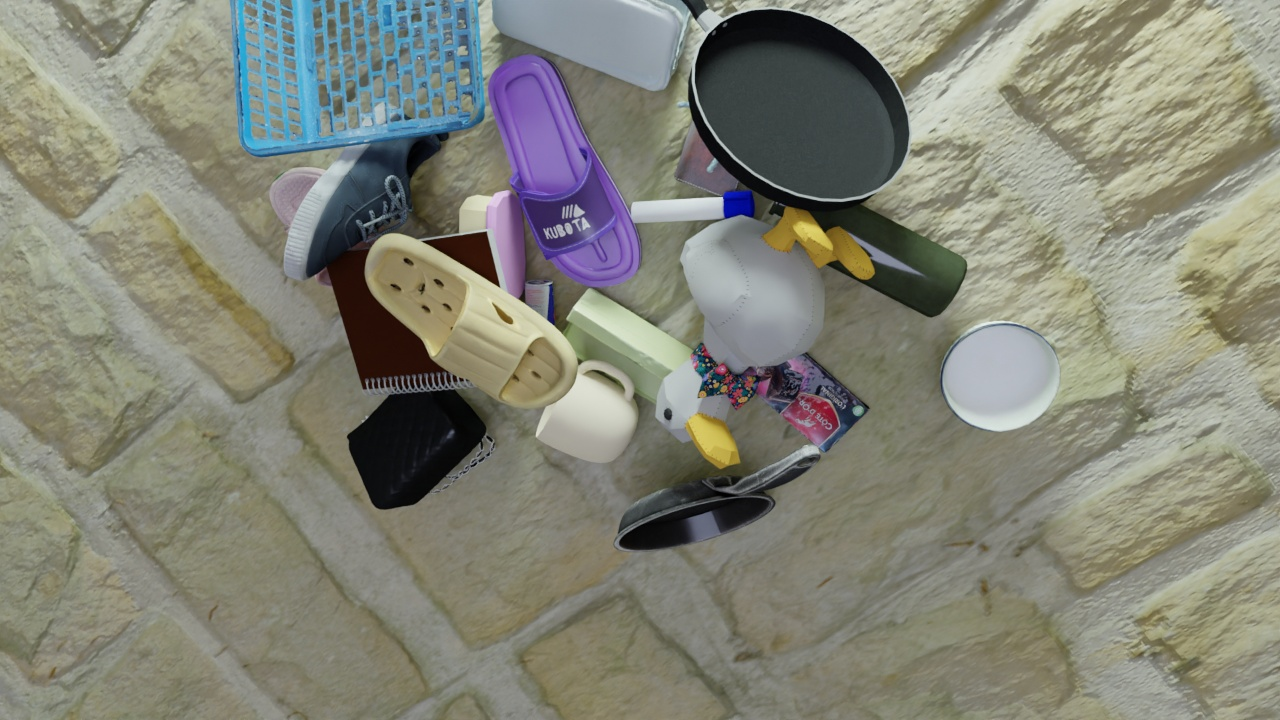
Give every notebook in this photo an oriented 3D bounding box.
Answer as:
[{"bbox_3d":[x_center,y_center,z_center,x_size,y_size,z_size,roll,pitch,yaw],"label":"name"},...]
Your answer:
[{"bbox_3d":[-0.238,-0.047,1.015,0.209,0.022,0.172,-5,108,21],"label":"notebook"}]

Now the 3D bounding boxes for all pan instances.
[{"bbox_3d":[0.088,0.143,0.966,0.187,0.358,0.055,-4,64,-24],"label":"pan"},{"bbox_3d":[0.105,-0.287,0.885,0.356,0.224,0.034,44,151,5],"label":"pan"}]

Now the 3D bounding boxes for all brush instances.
[{"bbox_3d":[-0.162,-0.075,1.036,0.043,0.089,0.229,3,106,14],"label":"brush"}]

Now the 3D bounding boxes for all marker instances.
[{"bbox_3d":[0.056,-0.165,0.993,0.133,0.023,0.027,0,129,19],"label":"marker"}]

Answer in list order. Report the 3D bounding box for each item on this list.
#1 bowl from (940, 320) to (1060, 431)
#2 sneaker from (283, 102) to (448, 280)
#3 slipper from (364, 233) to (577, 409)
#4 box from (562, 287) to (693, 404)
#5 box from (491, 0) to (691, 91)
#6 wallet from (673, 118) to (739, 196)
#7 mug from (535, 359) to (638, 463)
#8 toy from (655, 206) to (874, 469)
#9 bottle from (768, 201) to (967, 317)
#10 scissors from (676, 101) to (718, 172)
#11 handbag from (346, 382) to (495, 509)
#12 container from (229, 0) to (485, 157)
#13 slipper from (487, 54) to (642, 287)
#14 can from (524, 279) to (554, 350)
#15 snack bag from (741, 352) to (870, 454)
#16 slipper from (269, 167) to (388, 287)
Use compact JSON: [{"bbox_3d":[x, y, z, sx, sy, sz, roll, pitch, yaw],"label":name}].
[{"bbox_3d":[0.377,0.011,0.977,0.118,0.062,0.118,3,106,10],"label":"bowl"},{"bbox_3d":[-0.294,-0.175,0.995,0.087,0.089,0.235,28,73,1],"label":"sneaker"},{"bbox_3d":[-0.190,-0.032,0.951,0.261,0.079,0.112,36,119,5],"label":"slipper"},{"bbox_3d":[-0.002,0.001,1.035,0.188,0.083,0.091,29,104,1],"label":"box"},{"bbox_3d":[-0.057,-0.349,0.943,0.215,0.083,0.123,17,105,5],"label":"box"},{"bbox_3d":[0.086,-0.242,0.978,0.072,0.019,0.123,20,108,4],"label":"wallet"},{"bbox_3d":[-0.049,0.057,1.049,0.099,0.096,0.120,26,115,-9],"label":"mug"},{"bbox_3d":[0.100,-0.042,0.932,0.140,0.246,0.268,18,128,-42],"label":"toy"},{"bbox_3d":[0.233,-0.121,0.961,0.207,0.071,0.071,28,109,1],"label":"bottle"},{"bbox_3d":[0.121,-0.269,0.944,0.171,0.025,0.160,0,102,-14],"label":"scissors"},{"bbox_3d":[-0.267,0.091,1.119,0.154,0.114,0.125,-44,71,21],"label":"handbag"},{"bbox_3d":[-0.275,-0.387,0.923,0.257,0.089,0.362,-4,89,11],"label":"container"},{"bbox_3d":[-0.091,-0.196,0.990,0.107,0.084,0.266,-20,102,15],"label":"slipper"},{"bbox_3d":[-0.116,-0.045,1.065,0.032,0.032,0.095,1,106,10],"label":"can"},{"bbox_3d":[0.179,0.031,1.044,0.155,0.018,0.075,40,108,-5],"label":"snack bag"},{"bbox_3d":[-0.338,-0.126,1.066,0.094,0.064,0.239,-39,97,18],"label":"slipper"}]
